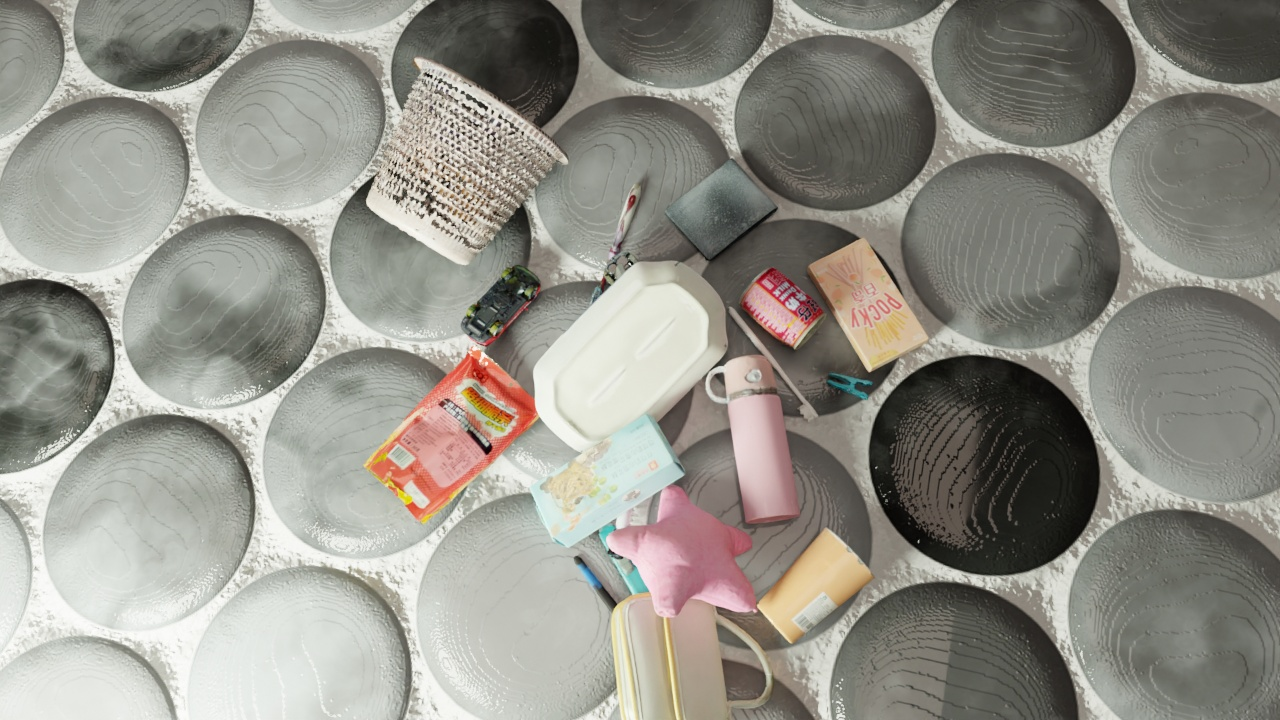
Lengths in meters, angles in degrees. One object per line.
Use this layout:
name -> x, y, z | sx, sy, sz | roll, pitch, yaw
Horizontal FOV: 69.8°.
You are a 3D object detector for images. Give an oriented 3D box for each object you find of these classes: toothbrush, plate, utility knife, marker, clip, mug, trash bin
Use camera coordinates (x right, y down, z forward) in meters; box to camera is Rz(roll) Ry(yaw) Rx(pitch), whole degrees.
toothbrush -> -0.033, -0.153, 1.213 | 0.016, 0.017, 0.187 | 17, 77, 10
toothbrush -> -0.021, 0.305, 1.083 | 0.014, 0.016, 0.189 | -36, 74, -14
plate -> -0.012, 0.001, 1.111 | 0.266, 0.034, 0.162 | -44, 98, 6
utility knife -> -0.021, 0.240, 1.102 | 0.029, 0.013, 0.209 | -30, 74, -8
toothbrush -> 0.163, 0.003, 1.158 | 0.016, 0.016, 0.180 | -36, 76, -1
marker -> -0.019, 0.175, 1.110 | 0.022, 0.018, 0.130 | 26, 63, -35
clip -> 0.261, 0.031, 1.145 | 0.057, 0.014, 0.048 | 19, 78, 9
mug -> 0.198, 0.262, 1.054 | 0.122, 0.078, 0.078 | -43, 76, -4
trash bin -> -0.234, -0.238, 1.161 | 0.227, 0.227, 0.192 | 32, 91, 11

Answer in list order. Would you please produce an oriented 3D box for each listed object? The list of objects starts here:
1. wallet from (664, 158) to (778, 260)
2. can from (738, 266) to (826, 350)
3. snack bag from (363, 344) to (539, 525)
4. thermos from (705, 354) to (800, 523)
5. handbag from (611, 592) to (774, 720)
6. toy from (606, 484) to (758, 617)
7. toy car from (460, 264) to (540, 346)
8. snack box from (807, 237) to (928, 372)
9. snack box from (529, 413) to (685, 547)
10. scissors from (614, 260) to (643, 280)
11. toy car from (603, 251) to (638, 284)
wallet -> 0.106, -0.200, 1.219 | 0.120, 0.019, 0.097 | -38, 73, -6
can -> 0.178, -0.065, 1.149 | 0.094, 0.066, 0.066 | 42, 80, 14
snack bag -> -0.231, 0.092, 1.135 | 0.128, 0.073, 0.207 | 41, 75, 9
thermos -> 0.134, 0.095, 1.106 | 0.087, 0.067, 0.198 | -8, 75, -3
handbag -> 0.064, 0.341, 1.037 | 0.178, 0.063, 0.163 | -3, 70, -13
toy -> 0.058, 0.228, 1.034 | 0.178, 0.194, 0.075 | 36, 122, 14
toy car -> -0.179, -0.070, 1.184 | 0.053, 0.045, 0.120 | 38, 74, 10
snack box -> 0.287, -0.072, 1.166 | 0.084, 0.026, 0.157 | -27, 74, -4
snack box -> -0.040, 0.143, 1.091 | 0.175, 0.051, 0.074 | -33, 57, 3
scissors -> -0.019, -0.036, 1.157 | 0.169, 0.019, 0.177 | -25, 93, 3
toy car -> -0.002, -0.093, 1.183 | 0.049, 0.031, 0.105 | -42, 86, 1
